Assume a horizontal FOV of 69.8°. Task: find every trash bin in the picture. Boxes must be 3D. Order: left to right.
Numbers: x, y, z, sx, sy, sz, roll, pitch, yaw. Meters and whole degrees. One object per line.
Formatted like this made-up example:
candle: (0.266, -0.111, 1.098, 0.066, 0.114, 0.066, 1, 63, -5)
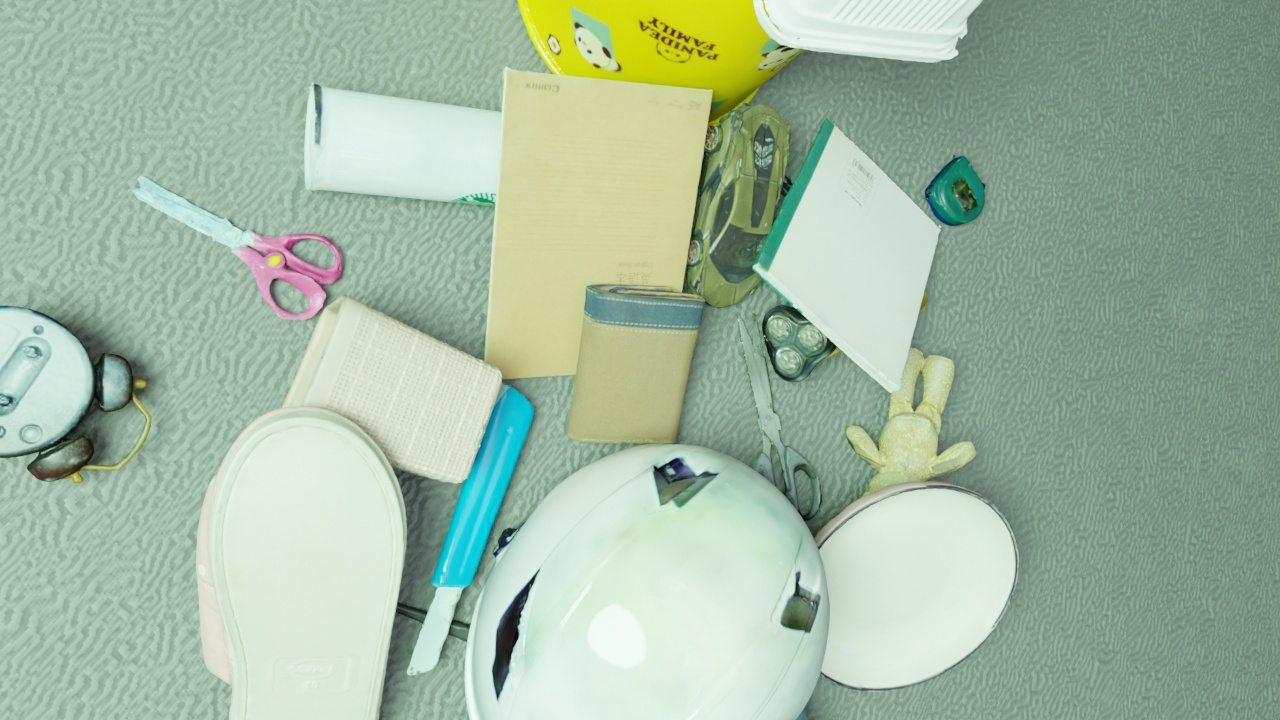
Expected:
trash bin: (0.061, -0.301, 0.616, 0.229, 0.256, 0.229, 2, 84, -24)

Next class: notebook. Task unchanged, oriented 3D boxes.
notebook: (-0.031, -0.088, 0.642, 0.149, 0.012, 0.212, -2, 113, -25)
notebook: (0.176, -0.092, 0.743, 0.150, 0.012, 0.208, 40, 49, -13)

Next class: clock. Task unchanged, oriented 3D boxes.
clock: (-0.341, 0.020, 0.517, 0.122, 0.055, 0.082, 32, 73, -20)

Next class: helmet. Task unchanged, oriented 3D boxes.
helmet: (0.012, 0.163, 0.578, 0.229, 0.146, 0.258, 45, 65, 10)

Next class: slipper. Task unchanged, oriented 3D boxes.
slipper: (-0.201, 0.154, 0.547, 0.114, 0.054, 0.275, -1, 107, -21)

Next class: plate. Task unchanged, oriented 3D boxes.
plate: (0.205, 0.176, 0.733, 0.192, 0.039, 0.193, -4, 113, -11)

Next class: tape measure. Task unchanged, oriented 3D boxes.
tape measure: (0.289, -0.151, 0.835, 0.058, 0.025, 0.054, -45, 103, -20)

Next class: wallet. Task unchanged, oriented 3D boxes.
wallet: (-0.004, 0.004, 0.666, 0.090, 0.033, 0.115, 2, 107, -23)

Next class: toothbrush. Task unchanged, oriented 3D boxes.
toothbrush: (-0.129, 0.181, 0.623, 0.181, 0.018, 0.015, 28, 72, -22)

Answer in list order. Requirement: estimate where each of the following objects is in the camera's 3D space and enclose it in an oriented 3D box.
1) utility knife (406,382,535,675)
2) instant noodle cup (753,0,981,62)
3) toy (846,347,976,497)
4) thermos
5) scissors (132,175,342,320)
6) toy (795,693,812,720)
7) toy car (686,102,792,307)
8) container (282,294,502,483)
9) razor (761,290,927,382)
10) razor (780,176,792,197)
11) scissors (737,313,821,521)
utility knife: (-0.116, 0.114, 0.625, 0.034, 0.018, 0.202, 25, 72, -24)
instant noodle cup: (0.122, -0.249, 0.465, 0.137, 0.060, 0.173, -4, 86, -25)
toy: (0.227, 0.063, 0.775, 0.105, 0.066, 0.157, 12, 74, 10)
thermos: (-0.110, -0.136, 0.629, 0.224, 0.073, 0.073, 2, 85, -25)
scissors: (-0.257, -0.081, 0.587, 0.135, 0.017, 0.064, 34, 73, -15)
toy: (0.110, 0.314, 0.689, 0.356, 0.092, 0.137, 59, 39, -11)
toy car: (0.077, -0.117, 0.710, 0.070, 0.042, 0.158, 1, 104, -35)
container: (-0.158, 0.024, 0.584, 0.111, 0.090, 0.090, 24, 76, -25)
razor: (0.174, -0.032, 0.755, 0.167, 0.068, 0.062, -19, 94, -31)
razor: (0.150, -0.120, 0.771, 0.142, 0.022, 0.042, 37, 45, -14)
scissors: (0.110, 0.050, 0.746, 0.142, 0.014, 0.173, 27, 72, -19)
